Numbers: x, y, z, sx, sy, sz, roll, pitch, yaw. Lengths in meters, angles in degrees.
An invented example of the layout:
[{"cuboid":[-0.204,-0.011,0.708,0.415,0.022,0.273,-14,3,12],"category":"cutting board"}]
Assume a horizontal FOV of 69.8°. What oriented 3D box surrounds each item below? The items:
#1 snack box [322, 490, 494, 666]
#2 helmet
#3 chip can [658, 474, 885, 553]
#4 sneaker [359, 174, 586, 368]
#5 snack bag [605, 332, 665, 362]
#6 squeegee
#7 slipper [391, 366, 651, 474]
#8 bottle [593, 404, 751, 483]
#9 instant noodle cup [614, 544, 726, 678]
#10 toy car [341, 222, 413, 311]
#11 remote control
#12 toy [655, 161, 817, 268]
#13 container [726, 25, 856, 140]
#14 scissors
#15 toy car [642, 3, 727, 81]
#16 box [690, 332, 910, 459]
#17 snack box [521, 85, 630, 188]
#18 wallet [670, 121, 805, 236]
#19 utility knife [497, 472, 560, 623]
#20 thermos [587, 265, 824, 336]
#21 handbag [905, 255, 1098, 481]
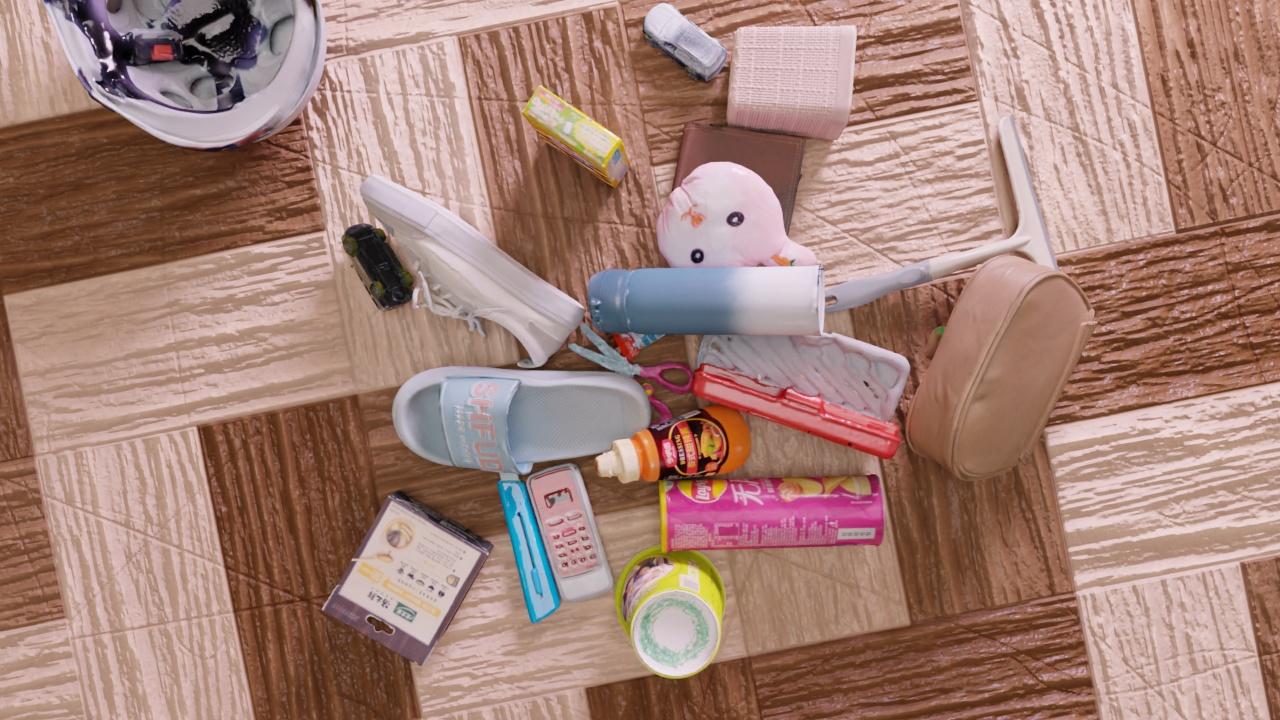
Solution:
[{"cuboid":[-0.224,0.210,0.896,0.113,0.053,0.125,30,91,0],"category":"snack box"},{"cuboid":[-0.400,-0.313,0.850,0.229,0.146,0.258,-39,98,2],"category":"helmet"},{"cuboid":[0.123,0.147,0.884,0.210,0.071,0.071,-2,90,0],"category":"chip can"},{"cuboid":[-0.175,-0.080,0.883,0.242,0.089,0.091,35,95,-6],"category":"sneaker"},{"cuboid":[0.016,-0.038,0.906,0.104,0.026,0.048,-26,103,1],"category":"snack bag"},{"cuboid":[0.288,-0.091,0.897,0.246,0.039,0.246,-17,91,1],"category":"squeegee"},{"cuboid":[-0.111,0.062,0.871,0.245,0.074,0.104,-3,117,-2],"category":"slipper"},{"cuboid":[0.028,0.085,0.870,0.149,0.067,0.067,-11,90,-17],"category":"bottle"},{"cuboid":[0.030,0.239,0.858,0.112,0.123,0.111,0,90,0],"category":"instant noodle cup"},{"cuboid":[-0.260,-0.092,0.901,0.035,0.042,0.090,-29,92,45],"category":"toy car"},{"cuboid":[-0.070,0.171,0.911,0.056,0.020,0.136,-17,90,0],"category":"remote control"},{"cuboid":[0.093,-0.112,0.874,0.159,0.054,0.121,38,115,-15],"category":"toy"},{"cuboid":[0.140,-0.265,0.874,0.111,0.090,0.090,4,90,3],"category":"container"},{"cuboid":[-0.006,0.003,0.897,0.083,0.017,0.137,-42,105,6],"category":"scissors"},{"cuboid":[0.043,-0.314,0.902,0.090,0.034,0.043,39,94,2],"category":"toy car"},{"cuboid":[0.154,0.013,0.872,0.201,0.095,0.101,18,93,1],"category":"box"},{"cuboid":[-0.056,-0.203,0.849,0.087,0.140,0.034,34,92,0],"category":"snack box"},{"cuboid":[0.094,-0.176,0.903,0.124,0.032,0.101,9,93,2],"category":"wallet"},{"cuboid":[-0.114,0.180,0.913,0.034,0.018,0.159,-16,89,1],"category":"utility knife"},{"cuboid":[0.058,-0.056,0.846,0.221,0.070,0.070,1,90,17],"category":"thermos"},{"cuboid":[0.330,0.008,0.851,0.147,0.100,0.205,14,105,-35],"category":"handbag"}]
